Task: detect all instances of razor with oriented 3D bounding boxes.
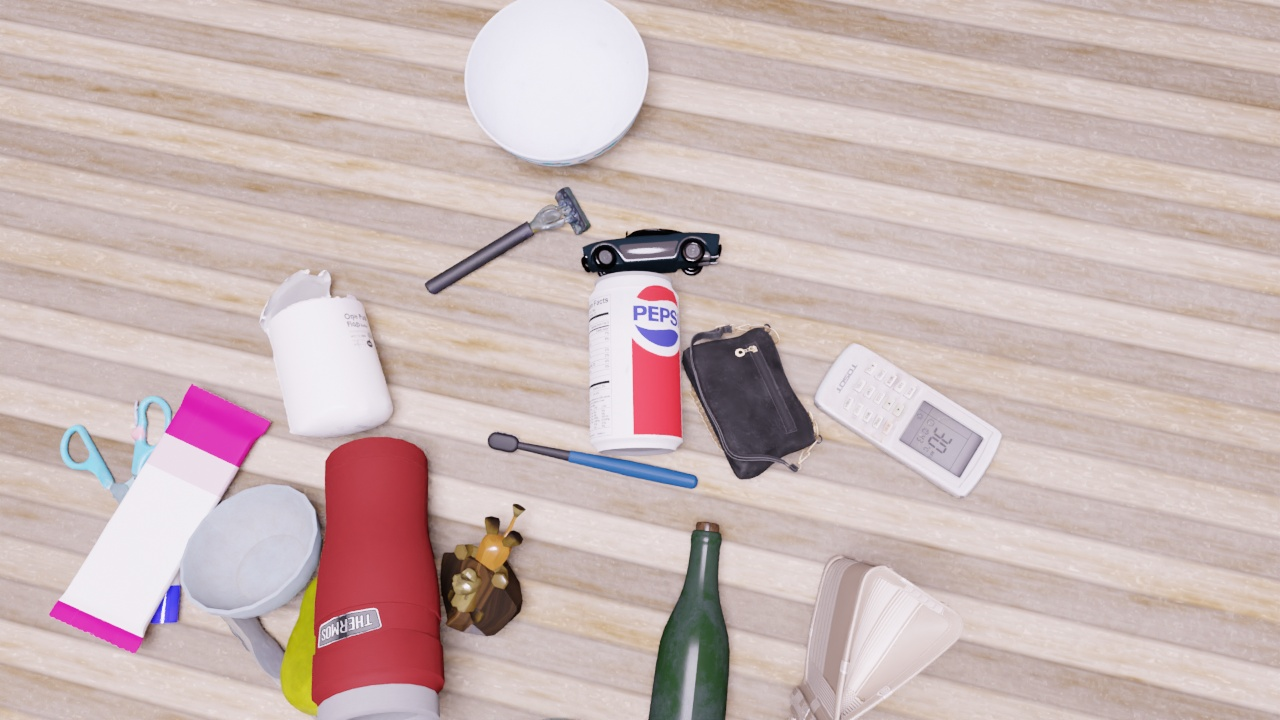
[{"bbox_3d":[-0.113,-0.094,0.754,0.144,0.022,0.043,-30,77,-2],"label":"razor"}]

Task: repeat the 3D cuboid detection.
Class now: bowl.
[{"bbox_3d":[-0.064,-0.216,0.748,0.144,0.074,0.144,-1,78,3],"label":"bowl"},{"bbox_3d":[-0.288,0.150,0.696,0.106,0.039,0.106,-7,51,8],"label":"bowl"}]

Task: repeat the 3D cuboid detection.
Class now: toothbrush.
[{"bbox_3d":[-0.286,0.225,0.702,0.024,0.022,0.185,-43,80,-6],"label":"toothbrush"},{"bbox_3d":[-0.038,0.078,0.717,0.168,0.014,0.014,11,91,3],"label":"toothbrush"}]

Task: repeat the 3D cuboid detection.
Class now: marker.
[{"bbox_3d":[-0.370,0.134,0.725,0.020,0.020,0.141,-2,78,3],"label":"marker"}]

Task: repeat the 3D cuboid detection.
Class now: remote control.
[{"bbox_3d":[0.203,0.045,0.703,0.138,0.025,0.060,33,82,9],"label":"remote control"}]

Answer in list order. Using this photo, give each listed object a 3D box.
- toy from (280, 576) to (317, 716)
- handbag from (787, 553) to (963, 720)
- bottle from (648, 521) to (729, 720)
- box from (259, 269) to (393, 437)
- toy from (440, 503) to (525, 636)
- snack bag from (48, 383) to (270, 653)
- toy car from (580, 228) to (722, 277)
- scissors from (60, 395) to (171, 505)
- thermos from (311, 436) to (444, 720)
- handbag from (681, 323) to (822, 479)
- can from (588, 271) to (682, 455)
[{"bbox_3d":[-0.221,0.209,0.685,0.090,0.051,0.110,-1,75,5],"label":"toy"},{"bbox_3d":[0.113,0.226,0.599,0.062,0.176,0.198,33,84,9],"label":"handbag"},{"bbox_3d":[0.040,0.205,0.668,0.055,0.055,0.174,6,78,5],"label":"bottle"},{"bbox_3d":[-0.252,-0.007,0.719,0.089,0.080,0.143,-21,76,15],"label":"box"},{"bbox_3d":[-0.113,0.153,0.681,0.076,0.062,0.100,29,100,26],"label":"toy"},{"bbox_3d":[-0.368,0.119,0.710,0.070,0.016,0.196,26,74,-4],"label":"snack bag"},{"bbox_3d":[0.009,-0.087,0.733,0.112,0.046,0.034,-4,79,1],"label":"toy car"},{"bbox_3d":[-0.429,0.097,0.740,0.111,0.015,0.140,2,73,4],"label":"scissors"},{"bbox_3d":[-0.179,0.163,0.652,0.084,0.108,0.198,-21,53,12],"label":"thermos"},{"bbox_3d":[0.085,0.029,0.701,0.079,0.054,0.128,-23,76,-5],"label":"handbag"},{"bbox_3d":[-0.004,0.004,0.702,0.070,0.070,0.132,-2,78,3],"label":"can"}]
